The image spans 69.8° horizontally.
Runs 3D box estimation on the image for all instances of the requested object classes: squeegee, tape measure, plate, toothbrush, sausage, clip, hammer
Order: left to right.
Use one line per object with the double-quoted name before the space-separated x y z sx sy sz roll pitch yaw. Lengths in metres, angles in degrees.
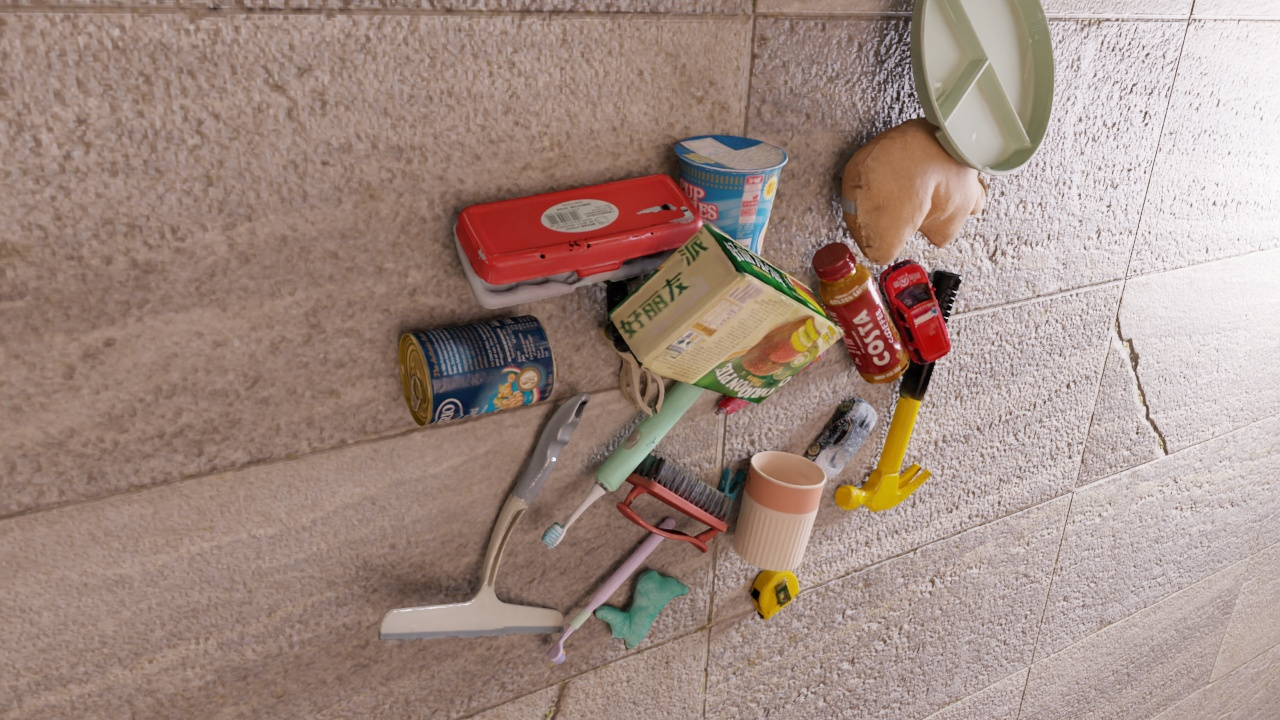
"squeegee" -0.110 0.136 0.848 0.246 0.039 0.246 21 94 -54
"toothbrush" -0.027 0.234 0.946 0.021 0.029 0.189 43 76 0
"toothbrush" -0.014 0.094 0.882 0.224 0.026 0.027 -47 132 -14
"clip" -0.001 0.003 0.865 0.064 0.034 0.098 -20 112 -22
"clip" 0.094 0.143 0.996 0.041 0.014 0.056 12 102 -35
"sausage" 0.141 0.018 0.967 0.155 0.020 0.020 -29 123 -19
"tape measure" 0.161 0.273 1.086 0.060 0.029 0.057 -31 123 -18
"hammer" 0.320 0.041 1.083 0.128 0.033 0.301 1 110 -33
"plate" 0.340 -0.296 0.908 0.229 0.028 0.230 -1 91 -38

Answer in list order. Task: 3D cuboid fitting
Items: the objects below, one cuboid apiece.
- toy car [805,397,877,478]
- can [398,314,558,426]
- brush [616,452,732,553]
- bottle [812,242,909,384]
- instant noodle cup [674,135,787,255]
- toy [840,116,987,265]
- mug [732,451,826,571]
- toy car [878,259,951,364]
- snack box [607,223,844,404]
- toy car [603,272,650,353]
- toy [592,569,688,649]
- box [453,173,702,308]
"toy car" 0.231 0.092 1.050 0.049 0.031 0.105 37 90 -36
"can" -0.133 0.006 0.752 0.111 0.075 0.075 -11 116 -29
"brush" 0.036 0.148 0.931 0.145 0.063 0.069 35 78 -39
"bottle" 0.231 -0.049 0.970 0.057 0.057 0.175 -43 127 -9
"instant noodle cup" 0.076 -0.133 0.817 0.099 0.099 0.110 -14 124 -27
"toy" 0.299 -0.184 0.947 0.225 0.082 0.143 -18 119 -30
"mug" 0.159 0.161 1.008 0.114 0.082 0.106 -11 119 -47
"toy car" 0.303 -0.052 1.005 0.053 0.045 0.120 -28 106 0
"snack box" 0.085 -0.031 0.810 0.115 0.063 0.239 -42 153 19
"toy car" -0.010 -0.052 0.812 0.035 0.042 0.090 -2 92 -28
"toy" -0.003 0.264 0.979 0.096 0.030 0.092 31 90 -32
"box" -0.052 -0.101 0.758 0.200 0.090 0.068 -16 146 -26
